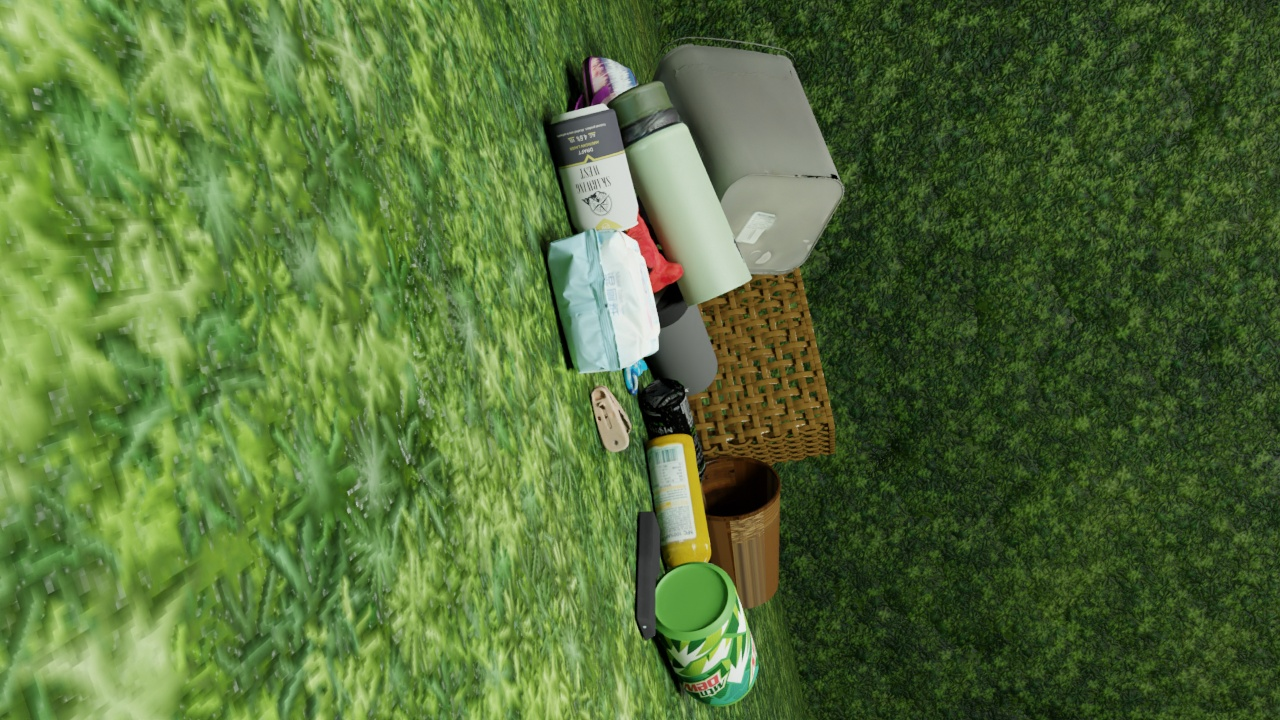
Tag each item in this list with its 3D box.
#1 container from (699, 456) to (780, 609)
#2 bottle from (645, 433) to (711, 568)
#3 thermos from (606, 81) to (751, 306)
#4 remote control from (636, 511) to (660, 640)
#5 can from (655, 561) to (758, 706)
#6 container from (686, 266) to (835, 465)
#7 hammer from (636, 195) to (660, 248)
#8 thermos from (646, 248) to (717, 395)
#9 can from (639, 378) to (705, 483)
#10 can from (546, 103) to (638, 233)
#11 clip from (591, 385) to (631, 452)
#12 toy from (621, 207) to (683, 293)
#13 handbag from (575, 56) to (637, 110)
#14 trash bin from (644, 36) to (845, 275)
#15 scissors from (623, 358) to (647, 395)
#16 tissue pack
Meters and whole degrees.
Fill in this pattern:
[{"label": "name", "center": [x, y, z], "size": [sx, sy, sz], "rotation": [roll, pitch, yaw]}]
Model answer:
[{"label": "container", "center": [0.127, 0.235, 1.225], "size": [0.132, 0.132, 0.167], "rotation": [-86, 167, -61]}, {"label": "bottle", "center": [0.045, 0.175, 0.986], "size": [0.053, 0.053, 0.186], "rotation": [53, 27, -70]}, {"label": "thermos", "center": [0.034, -0.175, 0.965], "size": [0.082, 0.082, 0.231], "rotation": [-56, 122, -78]}, {"label": "remote control", "center": [0.008, 0.194, 0.843], "size": [0.136, 0.015, 0.032], "rotation": [-88, 164, -57]}, {"label": "can", "center": [0.063, 0.265, 0.879], "size": [0.082, 0.083, 0.144], "rotation": [-92, 167, -47]}, {"label": "container", "center": [0.151, 0.018, 1.342], "size": [0.219, 0.214, 0.251], "rotation": [52, 28, -71]}, {"label": "hammer", "center": [0.015, -0.159, 1.159], "size": [0.300, 0.028, 0.111], "rotation": [-118, -171, -83]}, {"label": "thermos", "center": [0.035, -0.039, 1.118], "size": [0.240, 0.082, 0.082], "rotation": [61, 19, -62]}, {"label": "can", "center": [0.039, 0.086, 1.065], "size": [0.053, 0.054, 0.138], "rotation": [-88, 164, -57]}, {"label": "can", "center": [-0.042, -0.170, 0.858], "size": [0.064, 0.064, 0.127], "rotation": [-72, 149, -73]}, {"label": "clip", "center": [-0.025, 0.048, 0.803], "size": [0.039, 0.024, 0.060], "rotation": [-50, 124, -79]}, {"label": "toy", "center": [-0.010, -0.108, 0.952], "size": [0.133, 0.088, 0.094], "rotation": [56, 13, -71]}, {"label": "handbag", "center": [-0.042, -0.260, 1.021], "size": [0.169, 0.068, 0.145], "rotation": [-72, 150, -60]}, {"label": "trash bin", "center": [0.115, -0.233, 1.095], "size": [0.198, 0.197, 0.219], "rotation": [114, -34, -46]}, {"label": "scissors", "center": [-0.006, 0.006, 1.034], "size": [0.135, 0.015, 0.066], "rotation": [8, 70, -83]}, {"label": "tissue pack", "center": [-0.024, -0.051, 0.794], "size": [0.181, 0.070, 0.112], "rotation": [-29, 106, -82]}]
